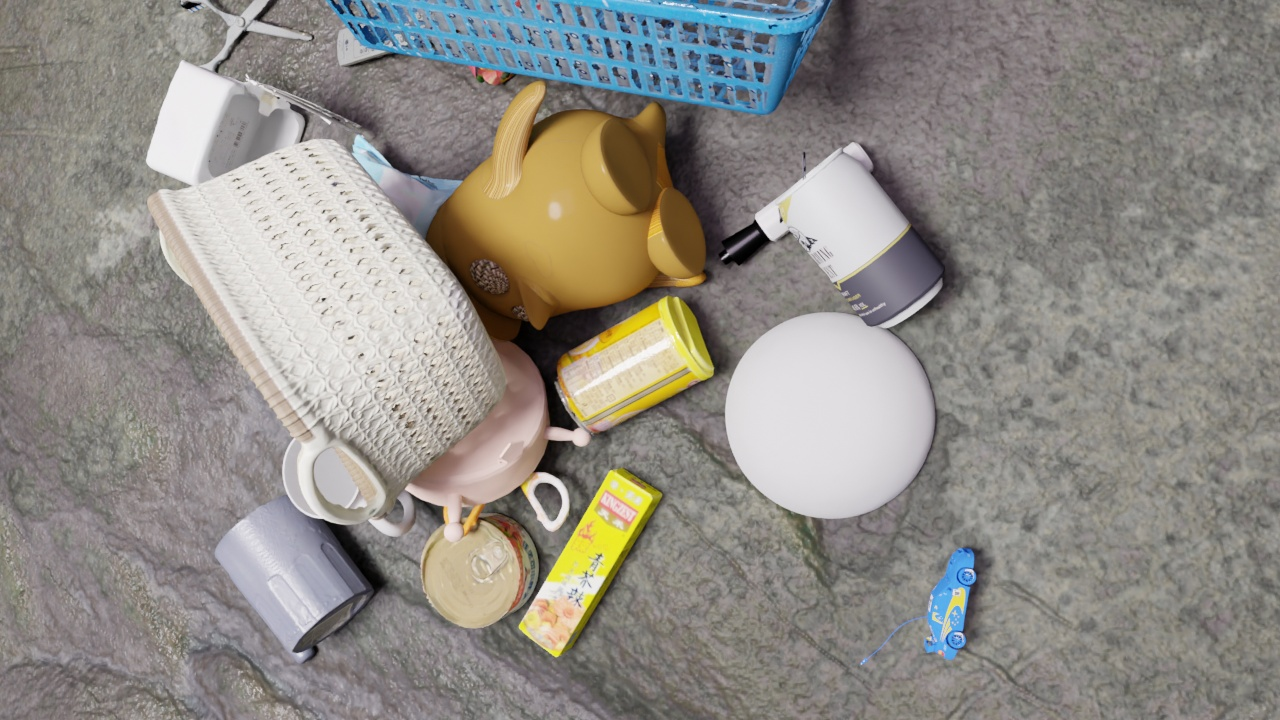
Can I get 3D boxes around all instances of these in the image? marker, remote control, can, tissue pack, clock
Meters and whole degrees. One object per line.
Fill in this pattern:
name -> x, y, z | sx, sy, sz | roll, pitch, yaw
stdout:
marker -> 0.110, -0.111, 0.668 | 0.126, 0.025, 0.025 | -36, 78, 14
remote control -> -0.204, -0.273, 0.762 | 0.137, 0.013, 0.033 | -2, 88, 34
can -> 0.144, -0.086, 0.621 | 0.064, 0.064, 0.127 | -39, 94, 13
tissue pack -> -0.221, -0.083, 0.751 | 0.112, 0.070, 0.182 | 25, 95, 15
can -> -0.004, 0.004, 0.679 | 0.105, 0.067, 0.067 | -28, 80, 15
can -> -0.126, 0.164, 0.726 | 0.086, 0.043, 0.086 | -1, 88, 18
clock -> -0.137, 0.035, 0.689 | 0.130, 0.086, 0.160 | -36, 59, -21

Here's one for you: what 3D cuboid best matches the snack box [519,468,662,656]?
snack box -> -0.039, 0.155, 0.705 | 0.040, 0.029, 0.148 | 32, 98, 16

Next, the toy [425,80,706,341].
toy -> -0.071, -0.089, 0.665 | 0.204, 0.198, 0.162 | -19, 46, 30

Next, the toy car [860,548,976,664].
toy car -> 0.190, 0.169, 0.627 | 0.062, 0.033, 0.092 | 9, 91, 11

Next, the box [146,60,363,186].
box -> -0.306, -0.184, 0.765 | 0.137, 0.108, 0.126 | 24, 93, 14

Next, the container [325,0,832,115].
container -> -0.026, -0.284, 0.632 | 0.362, 0.089, 0.256 | 15, 54, 18

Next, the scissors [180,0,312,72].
scissors -> -0.371, -0.293, 0.833 | 0.141, 0.014, 0.174 | 36, 105, 7

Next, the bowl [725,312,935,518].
bowl -> 0.129, 0.039, 0.647 | 0.150, 0.043, 0.149 | -1, 88, 18

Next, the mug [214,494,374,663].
mug -> -0.293, 0.188, 0.768 | 0.104, 0.083, 0.124 | 47, 125, 12

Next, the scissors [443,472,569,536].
scissors -> -0.098, 0.087, 0.711 | 0.128, 0.011, 0.125 | 24, 69, 14

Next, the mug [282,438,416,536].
mug -> -0.215, 0.098, 0.733 | 0.107, 0.089, 0.071 | 44, 101, 14

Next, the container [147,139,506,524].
container -> -0.201, -0.028, 0.602 | 0.142, 0.185, 0.246 | -35, 59, -14

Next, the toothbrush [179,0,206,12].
toothbrush -> -0.348, -0.351, 0.830 | 0.168, 0.014, 0.014 | -14, 85, 16

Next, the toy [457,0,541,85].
toy -> -0.119, -0.267, 0.737 | 0.103, 0.046, 0.084 | 51, 125, 23
